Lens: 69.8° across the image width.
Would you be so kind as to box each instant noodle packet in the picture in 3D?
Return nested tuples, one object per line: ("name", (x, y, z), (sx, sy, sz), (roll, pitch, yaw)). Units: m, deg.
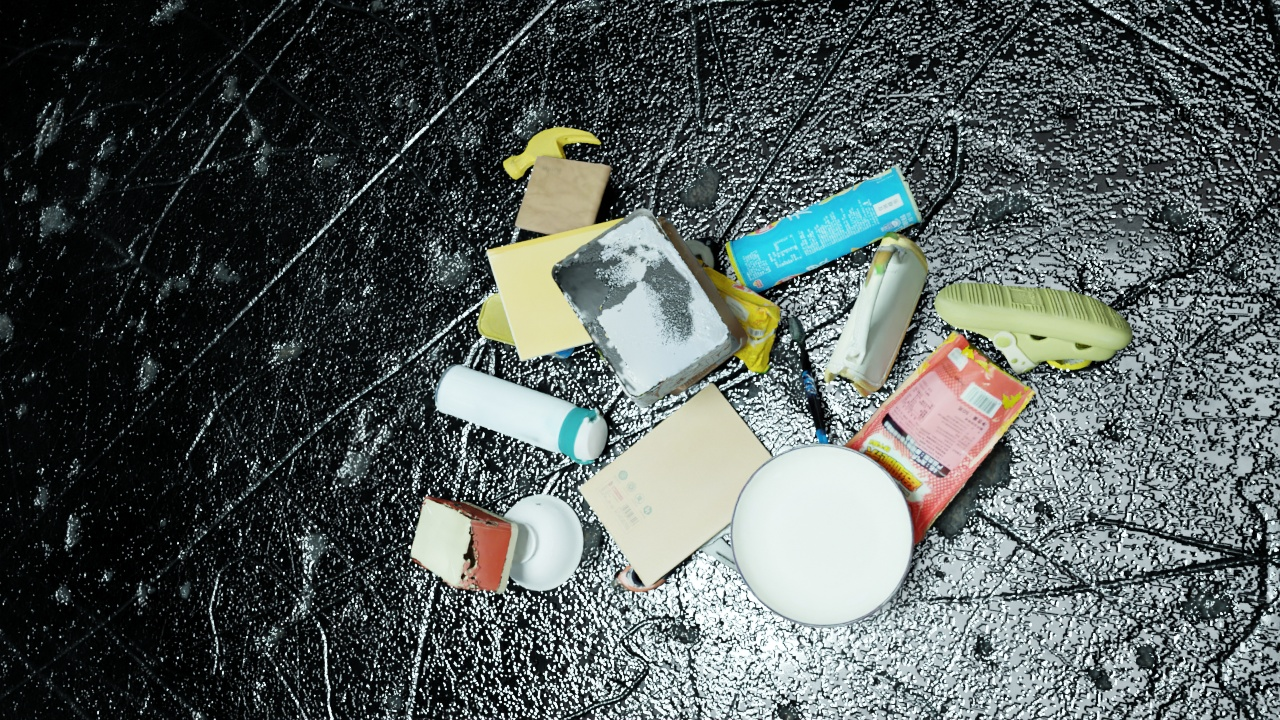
("instant noodle packet", (0.102, -0.051, 1.059), (0.128, 0.111, 0.044), (33, 57, 24))

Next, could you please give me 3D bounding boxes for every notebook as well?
("notebook", (-0.067, -0.092, 1.112), (0.206, 0.010, 0.145), (-16, 78, -15))
("notebook", (0.047, 0.144, 1.078), (0.208, 0.008, 0.148), (-39, 68, 3))

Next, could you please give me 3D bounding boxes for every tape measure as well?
("tape measure", (0.064, -0.113, 1.117), (0.066, 0.033, 0.065), (-11, 76, 19))

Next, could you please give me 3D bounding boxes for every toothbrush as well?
("toothbrush", (0.193, 0.036, 1.041), (0.014, 0.016, 0.189), (-20, 67, 26))

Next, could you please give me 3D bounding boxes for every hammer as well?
("hammer", (-0.070, -0.174, 1.181), (0.129, 0.032, 0.300), (-30, 71, 15))

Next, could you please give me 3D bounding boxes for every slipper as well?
("slipper", (0.401, -0.031, 0.955), (0.191, 0.091, 0.082), (11, 122, 15))

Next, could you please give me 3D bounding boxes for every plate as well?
("plate", (0.193, 0.186, 0.976), (0.193, 0.039, 0.192), (-6, 71, 19))

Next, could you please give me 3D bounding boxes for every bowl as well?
("bowl", (-0.136, 0.222, 1.120), (0.118, 0.064, 0.118), (-4, 80, 20))

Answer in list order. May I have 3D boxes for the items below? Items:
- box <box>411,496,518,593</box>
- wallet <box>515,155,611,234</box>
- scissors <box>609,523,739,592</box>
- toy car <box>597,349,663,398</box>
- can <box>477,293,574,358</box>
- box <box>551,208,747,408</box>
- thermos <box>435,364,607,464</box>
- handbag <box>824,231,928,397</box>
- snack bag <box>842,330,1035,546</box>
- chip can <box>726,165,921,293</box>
("box", (-0.223, 0.219, 1.103), (0.169, 0.078, 0.091), (4, 80, 57))
("wallet", (-0.100, -0.207, 1.171), (0.115, 0.020, 0.101), (14, 85, 26))
("scissors", (0.052, 0.202, 1.078), (0.225, 0.015, 0.189), (-26, 72, 14))
("toy car", (-0.007, 0.007, 1.122), (0.048, 0.032, 0.105), (-45, 72, 0))
("can", (-0.139, -0.041, 1.156), (0.102, 0.083, 0.057), (15, 86, 22))
("box", (0.015, -0.056, 1.029), (0.150, 0.166, 0.182), (-32, 79, 0))
("thermos", (-0.148, 0.069, 1.152), (0.224, 0.073, 0.073), (17, 87, 22))
("handbag", (0.248, -0.049, 0.957), (0.063, 0.178, 0.163), (22, 88, 18))
("snack bag", (0.308, 0.080, 0.976), (0.128, 0.073, 0.208), (43, 105, 29))
("chip can", (0.207, -0.146, 1.048), (0.210, 0.071, 0.071), (-24, 73, 15))
